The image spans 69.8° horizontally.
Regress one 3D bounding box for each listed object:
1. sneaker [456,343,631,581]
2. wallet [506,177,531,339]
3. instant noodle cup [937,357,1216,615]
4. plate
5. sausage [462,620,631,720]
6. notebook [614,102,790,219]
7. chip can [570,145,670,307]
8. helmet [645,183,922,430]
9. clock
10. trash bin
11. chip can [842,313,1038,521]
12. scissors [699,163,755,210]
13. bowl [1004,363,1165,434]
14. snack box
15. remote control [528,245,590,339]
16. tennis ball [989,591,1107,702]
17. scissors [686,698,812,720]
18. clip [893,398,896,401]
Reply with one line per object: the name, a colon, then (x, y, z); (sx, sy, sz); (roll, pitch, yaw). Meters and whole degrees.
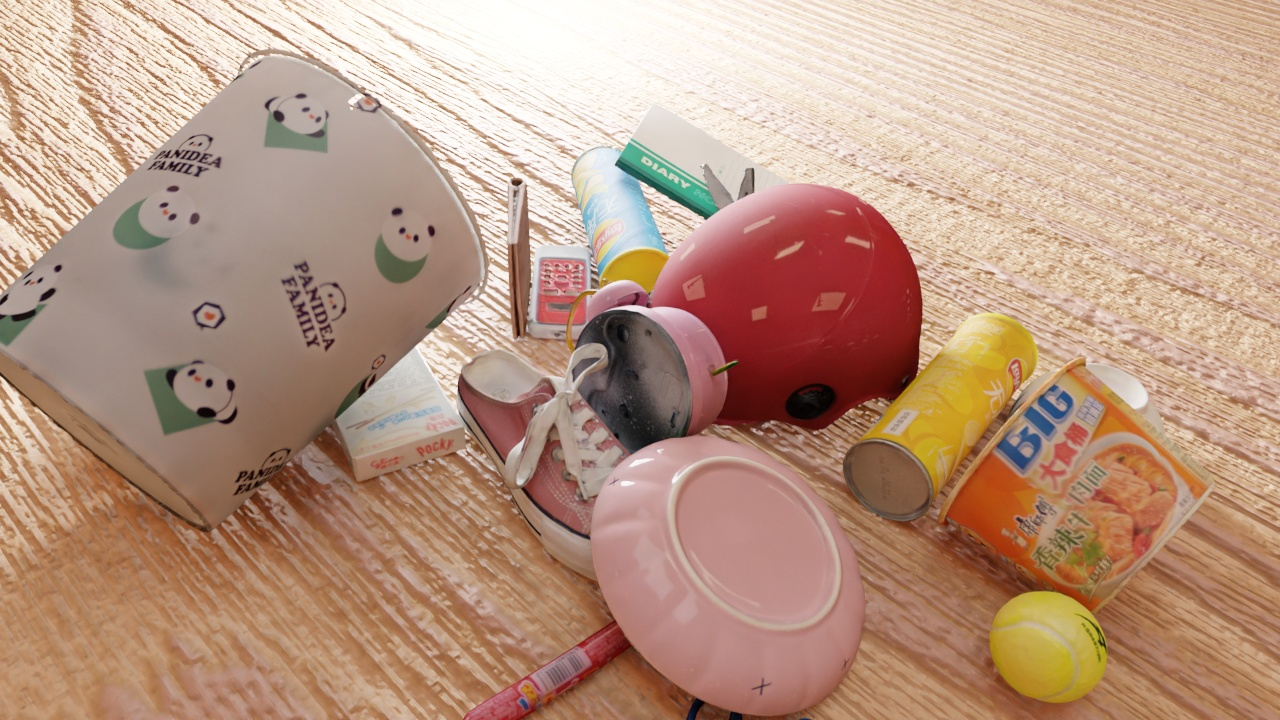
sneaker: (-0.055, 0.057, 0.647); (0.118, 0.088, 0.241); (-24, 50, -31)
wallet: (-0.110, -0.091, 0.817); (0.020, 0.101, 0.115); (-2, 40, -4)
instant noodle cup: (0.292, 0.089, 0.614); (0.151, 0.152, 0.111); (-27, 57, -34)
plate: (0.064, 0.120, 0.573); (0.192, 0.039, 0.192); (17, 44, -17)
sausage: (-0.043, 0.184, 0.548); (0.155, 0.020, 0.020); (-24, 47, -32)
notebook: (0.083, -0.189, 0.974); (0.209, 0.012, 0.150); (29, 41, -5)
chip can: (-0.021, -0.134, 0.904); (0.071, 0.071, 0.210); (-4, 39, -12)
helmet: (0.114, -0.058, 0.748); (0.239, 0.144, 0.206); (-16, 50, -12)
clock: (-0.004, 0.004, 0.702); (0.158, 0.117, 0.059); (35, 34, 29)
trash bin: (-0.268, -0.040, 0.616); (0.230, 0.230, 0.251); (24, 59, 22)
chip can: (0.241, 0.038, 0.720); (0.072, 0.072, 0.212); (29, 44, 26)
scissors: (0.108, -0.108, 0.891); (0.224, 0.015, 0.188); (39, 57, 15)
bowl: (0.360, 0.045, 0.731); (0.116, 0.066, 0.116); (4, 39, -3)
snack box: (-0.205, 0.024, 0.720); (0.084, 0.027, 0.156); (-16, 44, -25)
remote control: (-0.074, -0.066, 0.854); (0.056, 0.020, 0.135); (2, 39, -4)
tennis ball: (0.247, 0.174, 0.558); (0.065, 0.066, 0.065); (3, 39, -3)
scissors: (0.054, 0.242, 0.480); (0.144, 0.012, 0.170); (2, 33, -11)
clip: (0.223, 0.014, 0.789); (0.013, 0.037, 0.055); (5, 47, 3)
